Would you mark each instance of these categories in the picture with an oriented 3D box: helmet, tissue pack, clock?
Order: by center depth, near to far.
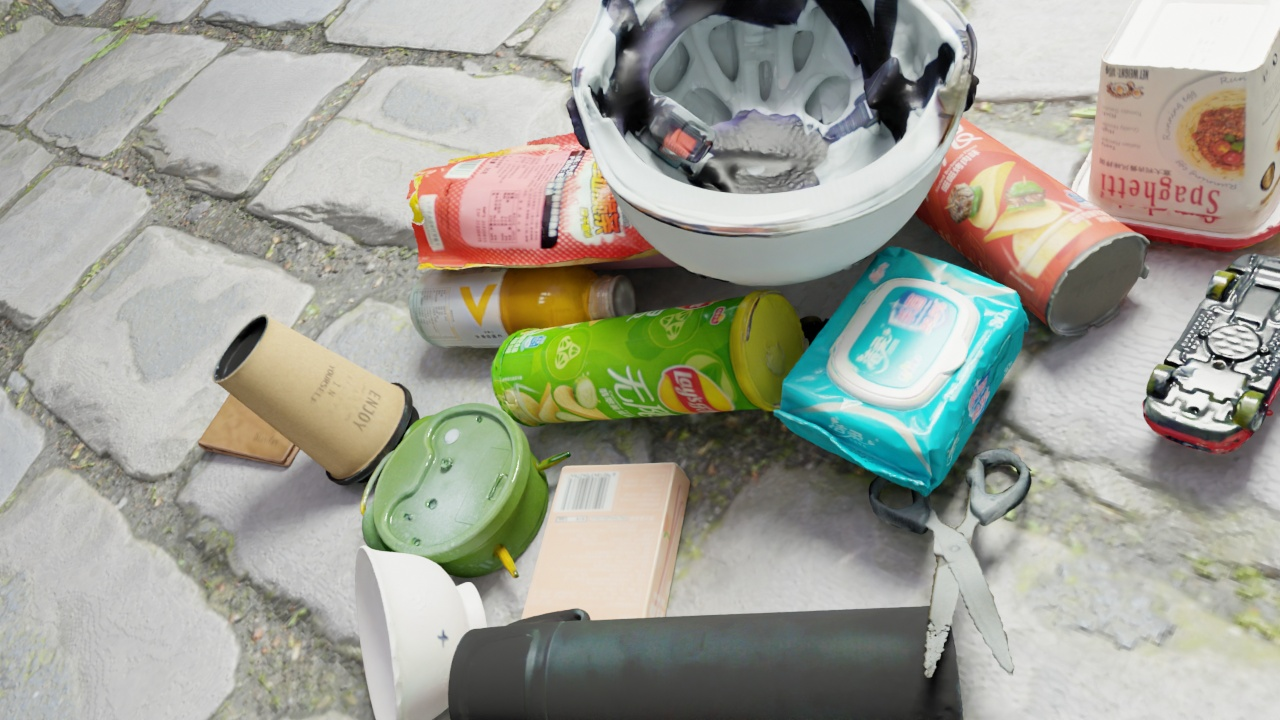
[{"bbox_3d":[0.144,0.005,0.507,0.093,0.050,0.133,25,66,31],"label":"tissue pack"},{"bbox_3d":[0.078,-0.141,0.566,0.229,0.146,0.258,-8,60,6],"label":"helmet"},{"bbox_3d":[-0.134,0.091,0.639,0.161,0.056,0.115,4,57,32],"label":"clock"}]

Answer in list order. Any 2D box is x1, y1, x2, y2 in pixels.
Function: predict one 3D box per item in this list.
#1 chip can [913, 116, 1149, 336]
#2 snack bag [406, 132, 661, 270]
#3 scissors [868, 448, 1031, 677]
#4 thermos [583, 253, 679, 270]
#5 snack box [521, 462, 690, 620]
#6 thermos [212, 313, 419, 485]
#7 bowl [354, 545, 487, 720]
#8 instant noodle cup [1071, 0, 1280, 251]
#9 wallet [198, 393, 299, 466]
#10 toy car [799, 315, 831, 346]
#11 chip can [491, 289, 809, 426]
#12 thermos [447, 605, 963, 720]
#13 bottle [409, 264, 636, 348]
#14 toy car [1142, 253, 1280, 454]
[{"bbox_3d":[0.214,-0.104,0.584,0.073,0.073,0.216,-33,46,2],"label":"chip can"},{"bbox_3d":[-0.070,-0.120,0.682,0.208,0.073,0.128,-3,61,22],"label":"snack bag"},{"bbox_3d":[0.151,0.092,0.453,0.164,0.014,0.163,-30,21,-25],"label":"scissors"},{"bbox_3d":[0.001,-0.108,0.722,0.199,0.067,0.087,1,25,32],"label":"thermos"},{"bbox_3d":[-0.025,0.136,0.560,0.085,0.026,0.157,-5,53,26],"label":"snack box"},{"bbox_3d":[-0.245,0.030,0.700,0.093,0.143,0.092,-27,39,25],"label":"thermos"},{"bbox_3d":[-0.131,0.167,0.561,0.064,0.118,0.118,-7,38,-27],"label":"bowl"},{"bbox_3d":[0.314,-0.142,0.519,0.116,0.124,0.116,20,67,39],"label":"instant noodle cup"},{"bbox_3d":[-0.329,0.042,0.819,0.115,0.020,0.101,5,59,30],"label":"wallet"},{"bbox_3d":[0.145,-0.008,0.572,0.122,0.037,0.056,-17,54,8],"label":"toy car"},{"bbox_3d":[-0.004,0.003,0.598,0.222,0.072,0.072,-7,51,39],"label":"chip can"},{"bbox_3d":[0.030,0.153,0.462,0.243,0.068,0.089,-5,25,14],"label":"thermos"},{"bbox_3d":[-0.093,-0.044,0.714,0.190,0.068,0.067,0,55,30],"label":"bottle"},{"bbox_3d":[0.304,-0.001,0.467,0.120,0.045,0.053,-46,44,-18],"label":"toy car"}]
